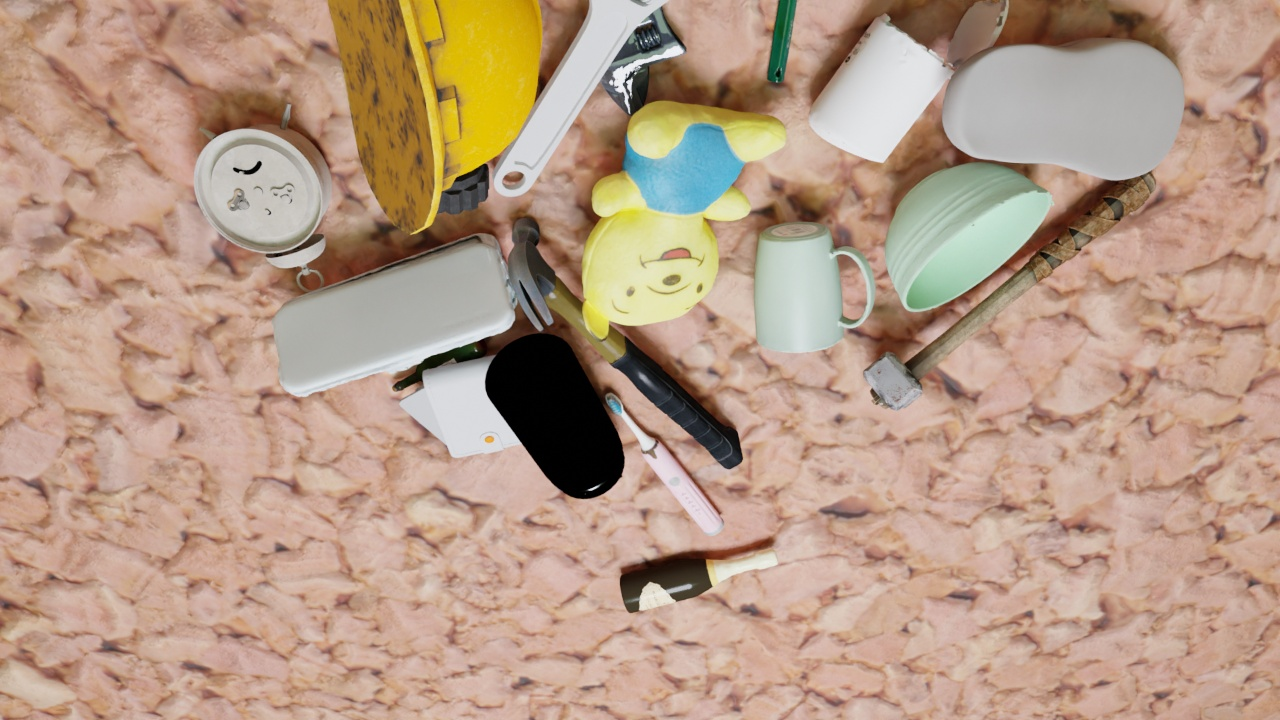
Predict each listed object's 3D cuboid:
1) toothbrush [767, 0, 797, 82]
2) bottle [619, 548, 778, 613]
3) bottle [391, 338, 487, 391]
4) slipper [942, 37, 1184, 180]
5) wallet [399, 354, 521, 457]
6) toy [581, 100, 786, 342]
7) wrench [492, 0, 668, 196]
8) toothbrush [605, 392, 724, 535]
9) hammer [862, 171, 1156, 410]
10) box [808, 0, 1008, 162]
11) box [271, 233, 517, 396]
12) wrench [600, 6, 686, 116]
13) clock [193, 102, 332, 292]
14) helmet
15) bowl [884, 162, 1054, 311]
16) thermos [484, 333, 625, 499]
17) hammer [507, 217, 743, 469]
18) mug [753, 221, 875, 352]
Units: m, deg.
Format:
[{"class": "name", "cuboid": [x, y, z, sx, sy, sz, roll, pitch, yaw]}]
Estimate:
[{"class": "toothbrush", "cuboid": [0.123, -0.314, 0.721, 0.016, 0.017, 0.190, 1, 123, -7]}, {"class": "bottle", "cuboid": [0.069, 0.250, 1.069, 0.184, 0.045, 0.045, -16, 123, 6]}, {"class": "bottle", "cuboid": [-0.200, 0.006, 0.902, 0.106, 0.025, 0.025, -26, 121, 13]}, {"class": "slipper", "cuboid": [0.335, -0.210, 0.760, 0.265, 0.081, 0.113, -7, 110, -27]}, {"class": "wallet", "cuboid": [-0.173, 0.049, 0.910, 0.115, 0.037, 0.119, -12, 136, -4]}, {"class": "toy", "cuboid": [0.022, -0.123, 0.796, 0.148, 0.084, 0.214, -1, 127, -26]}, {"class": "wrench", "cuboid": [-0.054, -0.236, 0.723, 0.086, 0.018, 0.274, 12, 133, -38]}, {"class": "toothbrush", "cuboid": [0.026, 0.113, 0.987, 0.027, 0.026, 0.222, -35, 120, 5]}, {"class": "hammer", "cuboid": [0.346, -0.062, 0.869, 0.319, 0.121, 0.049, -42, 72, 13]}, {"class": "box", "cuboid": [0.216, -0.240, 0.744, 0.092, 0.083, 0.166, 29, 116, -9]}, {"class": "box", "cuboid": [-0.206, -0.021, 0.796, 0.215, 0.127, 0.106, -22, 132, -4]}, {"class": "wrench", "cuboid": [0.005, -0.323, 0.704, 0.073, 0.022, 0.274, 4, 124, 1]}, {"class": "clock", "cuboid": [-0.308, -0.131, 0.786, 0.103, 0.061, 0.157, -13, 116, 6]}, {"class": "helmet", "cuboid": [-0.140, -0.229, 0.675, 0.131, 0.205, 0.256, -20, 144, -24]}, {"class": "bowl", "cuboid": [0.274, -0.119, 0.808, 0.150, 0.077, 0.151, -27, 156, -13]}, {"class": "thermos", "cuboid": [-0.073, 0.066, 0.892, 0.086, 0.086, 0.199, -16, 142, 6]}, {"class": "hammer", "cuboid": [-0.005, 0.005, 0.876, 0.025, 0.117, 0.333, -33, 125, 22]}, {"class": "mug", "cuboid": [0.158, -0.068, 0.836, 0.111, 0.083, 0.104, 8, 116, 30]}]
